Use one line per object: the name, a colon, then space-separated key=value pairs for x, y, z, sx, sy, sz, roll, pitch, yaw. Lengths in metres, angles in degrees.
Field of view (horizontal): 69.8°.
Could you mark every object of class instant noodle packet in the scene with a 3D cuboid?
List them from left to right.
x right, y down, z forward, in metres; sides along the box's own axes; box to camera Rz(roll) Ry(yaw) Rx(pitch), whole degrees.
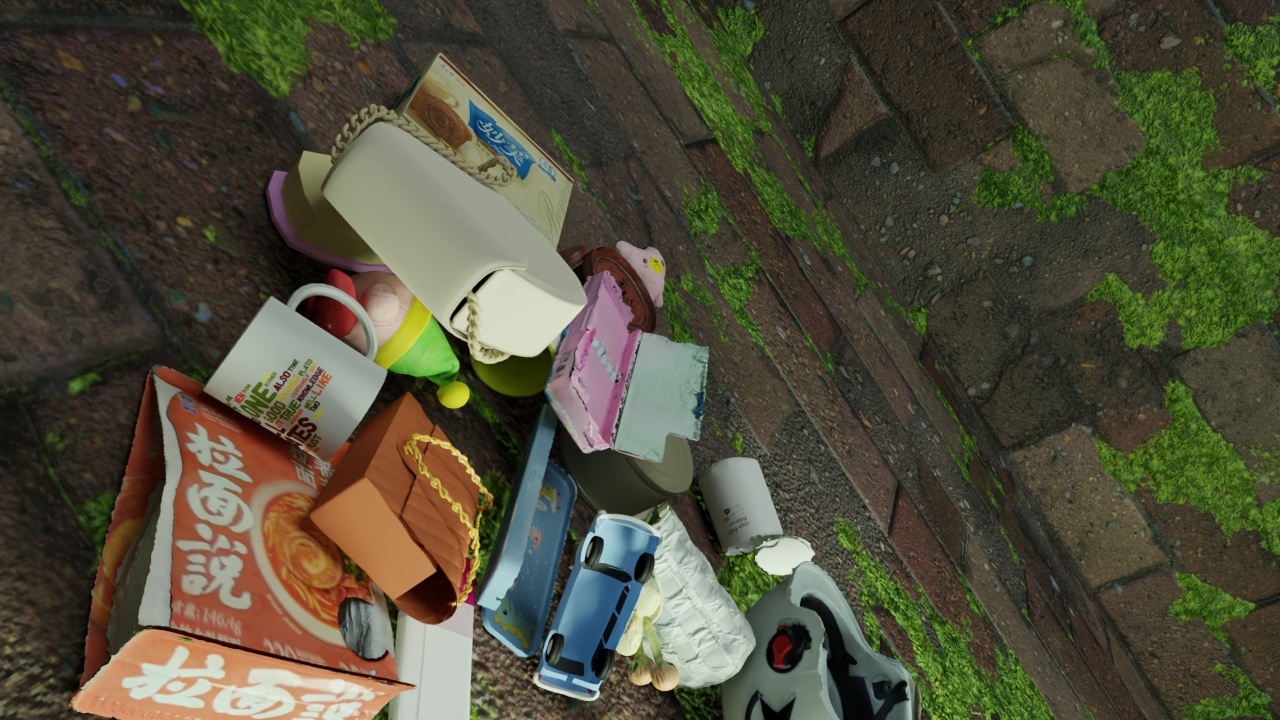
instant noodle packet: x=-0.236 y=0.110 z=0.568 sx=0.164 sy=0.084 sz=0.220 roll=33 pitch=24 yaw=-40

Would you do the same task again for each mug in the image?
mug: x=-0.223 y=0.000 z=0.618 sx=0.089 sy=0.074 sz=0.105 roll=36 pitch=66 yaw=-20
mug: x=-0.111 y=-0.026 z=0.888 sx=0.082 sy=0.083 sz=0.106 roll=48 pitch=26 yaw=-19

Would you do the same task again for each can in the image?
can: x=-0.012 y=0.094 z=0.939 sx=0.128 sy=0.073 sz=0.127 roll=41 pitch=31 yaw=-31

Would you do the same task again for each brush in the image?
brush: x=-0.225 y=-0.117 z=0.830 sx=0.228 sy=0.043 sz=0.089 roll=14 pitch=49 yaw=-55

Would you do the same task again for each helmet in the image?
helmet: x=0.164 y=0.340 z=0.881 sx=0.236 sy=0.164 sz=0.263 roll=37 pitch=26 yaw=-48

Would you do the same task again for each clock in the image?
clock: x=-0.054 y=-0.072 z=1.047 sx=0.157 sy=0.072 sz=0.120 roll=40 pitch=31 yaw=-35

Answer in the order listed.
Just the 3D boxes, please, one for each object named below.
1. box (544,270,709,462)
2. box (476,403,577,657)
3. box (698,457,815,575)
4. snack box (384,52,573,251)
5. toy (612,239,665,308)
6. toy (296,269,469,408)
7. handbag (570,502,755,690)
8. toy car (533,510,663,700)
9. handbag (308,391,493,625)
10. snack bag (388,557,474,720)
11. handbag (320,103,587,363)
box: x=-0.014 y=0.015 z=0.891 sx=0.159 sy=0.066 sz=0.230 roll=36 pitch=28 yaw=-13
box: x=-0.097 y=0.138 z=0.780 sx=0.209 sy=0.049 sz=0.121 roll=-79 pitch=167 yaw=-54
box: x=0.141 y=0.191 z=1.101 sx=0.143 sy=0.083 sz=0.136 roll=25 pitch=42 yaw=-57
snack box: x=-0.168 y=-0.207 z=0.970 sx=0.207 sy=0.055 sz=0.153 roll=41 pitch=33 yaw=-26
toy: x=0.003 y=-0.115 z=1.219 sx=0.102 sy=0.050 sz=0.093 roll=3 pitch=64 yaw=-56
toy: x=-0.198 y=-0.015 z=0.717 sx=0.131 sy=0.124 sz=0.096 roll=11 pitch=72 yaw=-33
handbag: x=0.017 y=0.225 z=0.812 sx=0.171 sy=0.113 sz=0.123 roll=55 pitch=36 yaw=-8
toy car: x=-0.034 y=0.191 z=0.727 sx=0.056 sy=0.153 sz=0.055 roll=21 pitch=6 yaw=-11
handbag: x=-0.153 y=0.096 z=0.645 sx=0.109 sy=0.060 sz=0.171 roll=54 pitch=5 yaw=-15
snack bag: x=-0.145 y=0.216 z=0.639 sx=0.070 sy=0.016 sz=0.196 roll=34 pitch=35 yaw=-37
handbag: x=-0.138 y=-0.102 z=0.743 sx=0.210 sy=0.103 sz=0.208 roll=46 pitch=11 yaw=10
